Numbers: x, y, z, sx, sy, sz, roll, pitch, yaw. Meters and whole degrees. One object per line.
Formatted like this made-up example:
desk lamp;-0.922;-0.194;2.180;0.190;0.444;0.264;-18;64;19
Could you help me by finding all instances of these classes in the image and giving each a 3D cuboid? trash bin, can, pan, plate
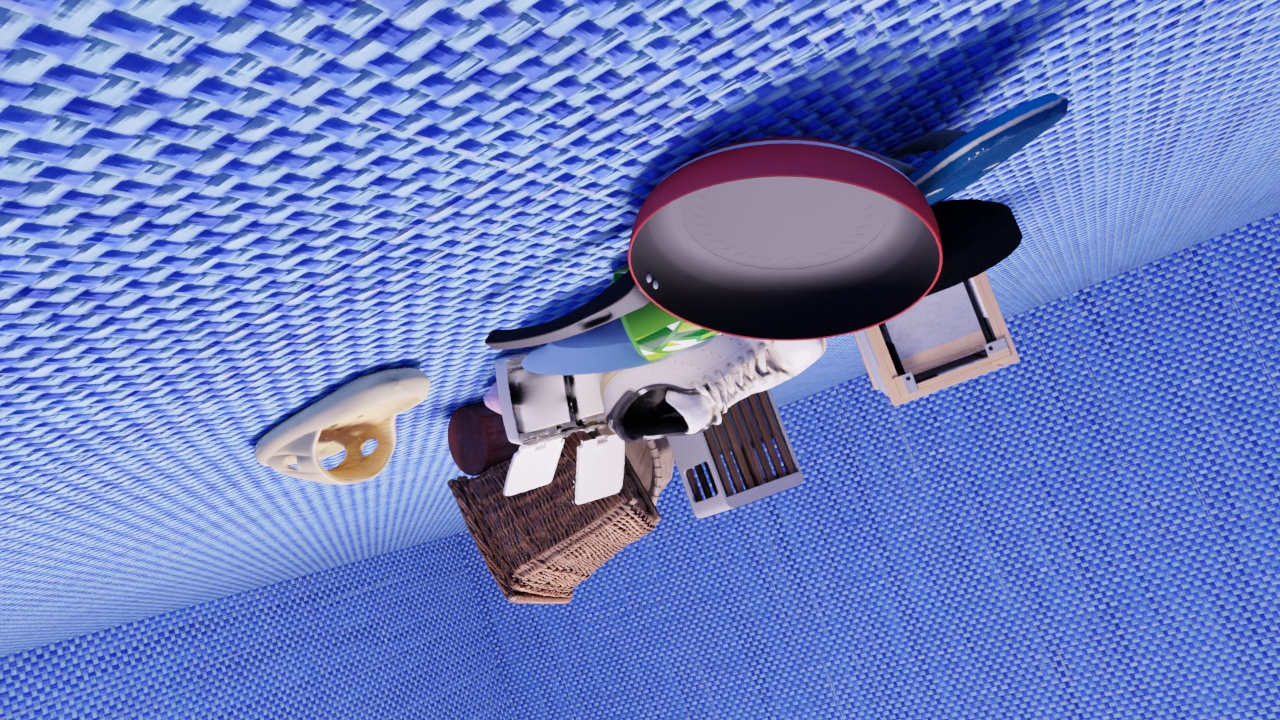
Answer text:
trash bin;0.106;0.081;1.233;0.114;0.228;0.115;-16;170;-21
can;0.055;-0.062;0.771;0.144;0.083;0.083;-21;170;10
pan;0.033;-0.063;0.667;0.357;0.067;0.209;-9;151;29
plate;-0.022;-0.021;0.882;0.188;0.016;0.188;-9;-166;2
trash bin;0.344;-0.047;1.137;0.142;0.142;0.246;-21;180;9
pan;0.171;-0.087;0.870;0.357;0.034;0.224;-8;-160;38

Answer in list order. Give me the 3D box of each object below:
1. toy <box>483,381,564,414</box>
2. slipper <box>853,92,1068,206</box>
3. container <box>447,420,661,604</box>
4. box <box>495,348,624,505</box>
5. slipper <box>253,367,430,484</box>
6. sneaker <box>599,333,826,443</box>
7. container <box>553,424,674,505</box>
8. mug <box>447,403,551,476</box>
toy;-0.129;0.034;1.038;0.102;0.050;0.093;-15;173;-7
slipper;0.200;-0.142;0.691;0.118;0.060;0.295;-20;176;-16
container;-0.091;0.187;1.147;0.183;0.162;0.250;-32;161;2
box;-0.083;0.066;0.988;0.145;0.186;0.066;-10;-154;-34
slipper;-0.293;0.081;0.905;0.111;0.079;0.262;-4;162;-47
sneaker;0.070;0.020;0.917;0.242;0.089;0.102;-20;-151;13
container;-0.058;0.151;1.370;0.227;0.227;0.196;-22;177;14
mug;-0.168;0.088;1.154;0.110;0.096;0.123;-16;162;-46
